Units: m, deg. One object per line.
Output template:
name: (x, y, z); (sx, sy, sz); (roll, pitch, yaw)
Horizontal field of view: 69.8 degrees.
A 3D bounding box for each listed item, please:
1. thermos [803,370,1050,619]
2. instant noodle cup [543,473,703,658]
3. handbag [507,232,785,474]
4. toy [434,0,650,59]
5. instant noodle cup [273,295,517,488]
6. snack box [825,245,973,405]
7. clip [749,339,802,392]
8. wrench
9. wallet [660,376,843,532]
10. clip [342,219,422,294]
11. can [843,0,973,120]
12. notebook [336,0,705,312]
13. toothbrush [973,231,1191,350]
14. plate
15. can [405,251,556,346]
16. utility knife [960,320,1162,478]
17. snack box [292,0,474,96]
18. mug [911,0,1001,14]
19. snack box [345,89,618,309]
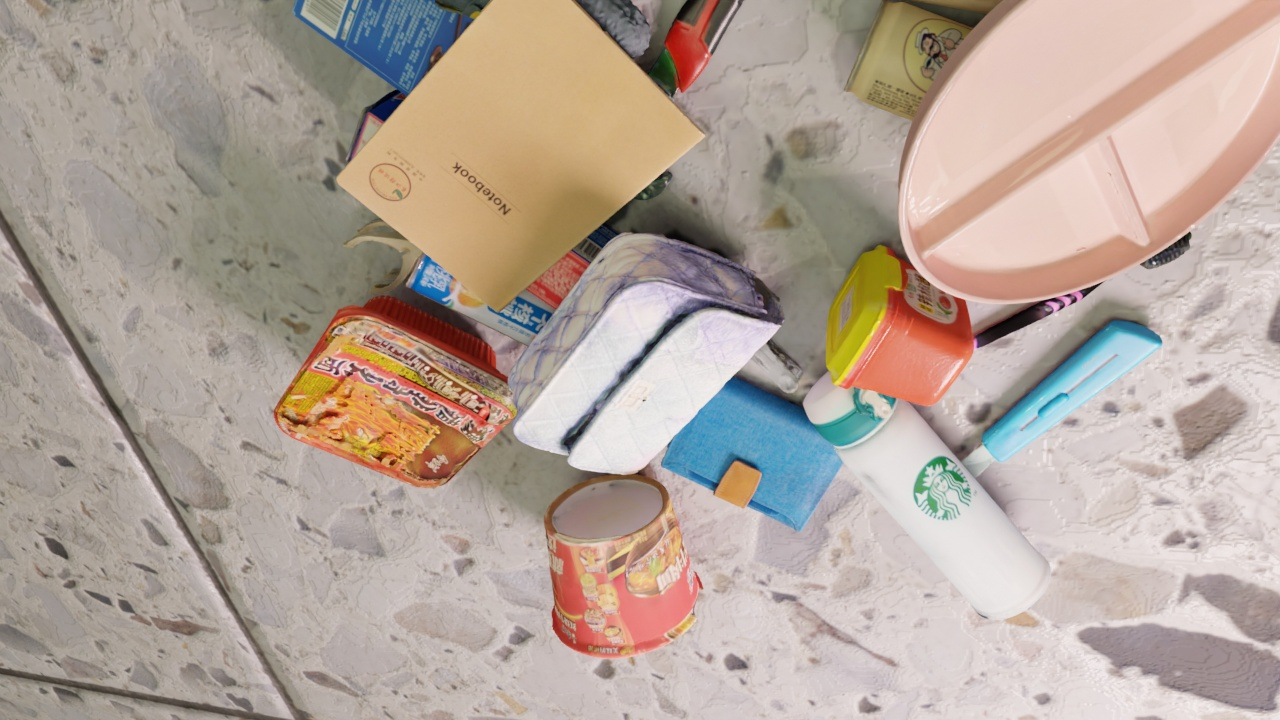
thermos: (0.209, 0.092, 0.677); (0.073, 0.073, 0.224); (-35, 103, 35)
instant noodle cup: (-0.022, 0.171, 0.795); (0.138, 0.137, 0.109); (-2, 114, 22)
handbag: (-0.004, 0.004, 0.666); (0.134, 0.075, 0.194); (14, 134, -30)
toy: (-0.138, -0.305, 0.530); (0.138, 0.091, 0.356); (-24, 112, 30)
instant noodle cup: (-0.200, 0.024, 0.770); (0.164, 0.079, 0.189); (29, 132, -23)
snack box: (0.172, -0.019, 0.615); (0.080, 0.091, 0.082); (22, 128, -4)
clip: (0.099, 0.000, 0.698); (0.057, 0.031, 0.025); (43, 125, -6)
wrench: (0.046, -0.213, 0.572); (0.056, 0.016, 0.274); (32, 128, -3)
wallet: (0.092, 0.072, 0.740); (0.133, 0.040, 0.107); (25, 124, 4)
clip: (-0.193, -0.099, 0.730); (0.103, 0.034, 0.092); (-36, 106, 31)
can: (0.182, -0.161, 0.529); (0.116, 0.058, 0.059); (22, 128, 4)
notebook: (-0.083, -0.131, 0.596); (0.148, 0.008, 0.208); (40, 123, -22)
toothbrush: (0.270, -0.034, 0.612); (0.014, 0.017, 0.190); (42, 128, -19)
plate: (0.243, -0.122, 0.490); (0.229, 0.028, 0.230); (-9, 139, -8)
can: (-0.107, -0.050, 0.704); (0.134, 0.053, 0.053); (27, 129, -14)
utility knife: (0.282, 0.041, 0.659); (0.034, 0.018, 0.200); (32, 129, -4)
snack box: (-0.156, -0.228, 0.630); (0.157, 0.026, 0.085); (36, 128, -6)
mug: (0.195, -0.231, 0.472); (0.103, 0.084, 0.125); (15, 151, 8)
snack box: (-0.110, -0.115, 0.673); (0.207, 0.057, 0.058); (34, 130, -5)
